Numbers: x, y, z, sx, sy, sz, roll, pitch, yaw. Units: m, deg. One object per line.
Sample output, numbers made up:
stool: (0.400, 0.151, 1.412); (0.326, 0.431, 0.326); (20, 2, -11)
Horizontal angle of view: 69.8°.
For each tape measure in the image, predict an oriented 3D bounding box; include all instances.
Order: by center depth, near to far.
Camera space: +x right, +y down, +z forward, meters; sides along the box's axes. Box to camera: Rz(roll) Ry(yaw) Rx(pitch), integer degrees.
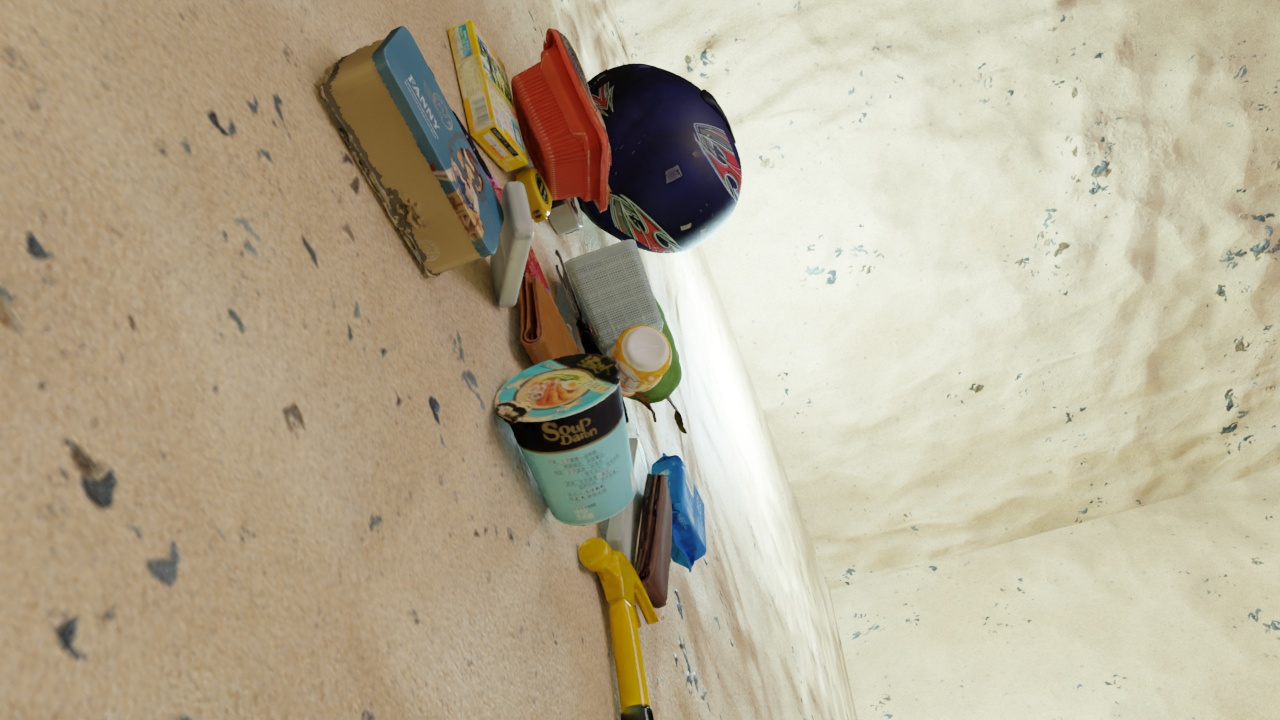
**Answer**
tape measure: (-0.123, -0.188, 1.040); (0.060, 0.029, 0.057); (-92, 161, -56)
tape measure: (-0.098, -0.194, 1.161); (0.066, 0.034, 0.066); (52, 22, -55)

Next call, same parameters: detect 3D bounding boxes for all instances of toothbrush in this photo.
toothbrush: (-0.172, -0.217, 0.892); (0.189, 0.014, 0.017); (61, 3, -46)

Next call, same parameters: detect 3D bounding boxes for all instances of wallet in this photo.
wallet: (-0.087, -0.011, 0.916); (0.132, 0.031, 0.107); (67, 9, -46)
wallet: (0.014, 0.194, 0.985); (0.101, 0.032, 0.124); (78, 16, -58)

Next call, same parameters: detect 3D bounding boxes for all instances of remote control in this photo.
remote control: (-0.113, -0.098, 0.801); (0.136, 0.020, 0.055); (120, -39, -61)
remote control: (-0.014, 0.151, 0.978); (0.149, 0.021, 0.058); (-80, 161, -50)

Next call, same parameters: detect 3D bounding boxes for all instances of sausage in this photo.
sausage: (-0.121, -0.113, 0.950); (0.020, 0.020, 0.156); (-83, 153, -65)

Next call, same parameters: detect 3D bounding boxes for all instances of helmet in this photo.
helmet: (0.034, -0.275, 1.351); (0.240, 0.247, 0.315); (57, 12, 27)

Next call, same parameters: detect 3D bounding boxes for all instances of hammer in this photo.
hammer: (-0.003, 0.311, 0.811); (0.129, 0.033, 0.300); (55, 20, -52)

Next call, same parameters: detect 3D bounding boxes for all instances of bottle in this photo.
bottle: (-0.006, 0.006, 1.008); (0.109, 0.063, 0.063); (122, -44, -63)

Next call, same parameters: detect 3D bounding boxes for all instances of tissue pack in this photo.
tissue pack: (0.046, 0.194, 1.184); (0.157, 0.052, 0.095); (-85, 153, -64)

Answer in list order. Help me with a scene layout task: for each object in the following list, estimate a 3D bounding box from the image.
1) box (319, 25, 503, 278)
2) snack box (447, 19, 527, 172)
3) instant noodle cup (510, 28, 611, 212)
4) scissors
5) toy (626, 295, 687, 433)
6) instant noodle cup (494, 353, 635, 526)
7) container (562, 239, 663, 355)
box: (-0.169, -0.158, 0.688); (0.089, 0.062, 0.184); (-94, 163, -54)
snack box: (-0.164, -0.284, 0.990); (0.087, 0.034, 0.140); (43, 32, -68)
instant noodle cup: (-0.093, -0.267, 1.073); (0.189, 0.079, 0.164); (94, -27, -71)
scissors: (-0.057, -0.010, 1.004); (0.220, 0.021, 0.235); (-118, -169, -49)
toy: (-0.005, -0.019, 1.192); (0.226, 0.090, 0.246); (22, 45, -58)
instant noodle cup: (-0.056, 0.072, 0.785); (0.111, 0.111, 0.120); (-85, 163, -63)
container: (-0.029, -0.065, 1.067); (0.090, 0.090, 0.111); (102, -34, -75)
